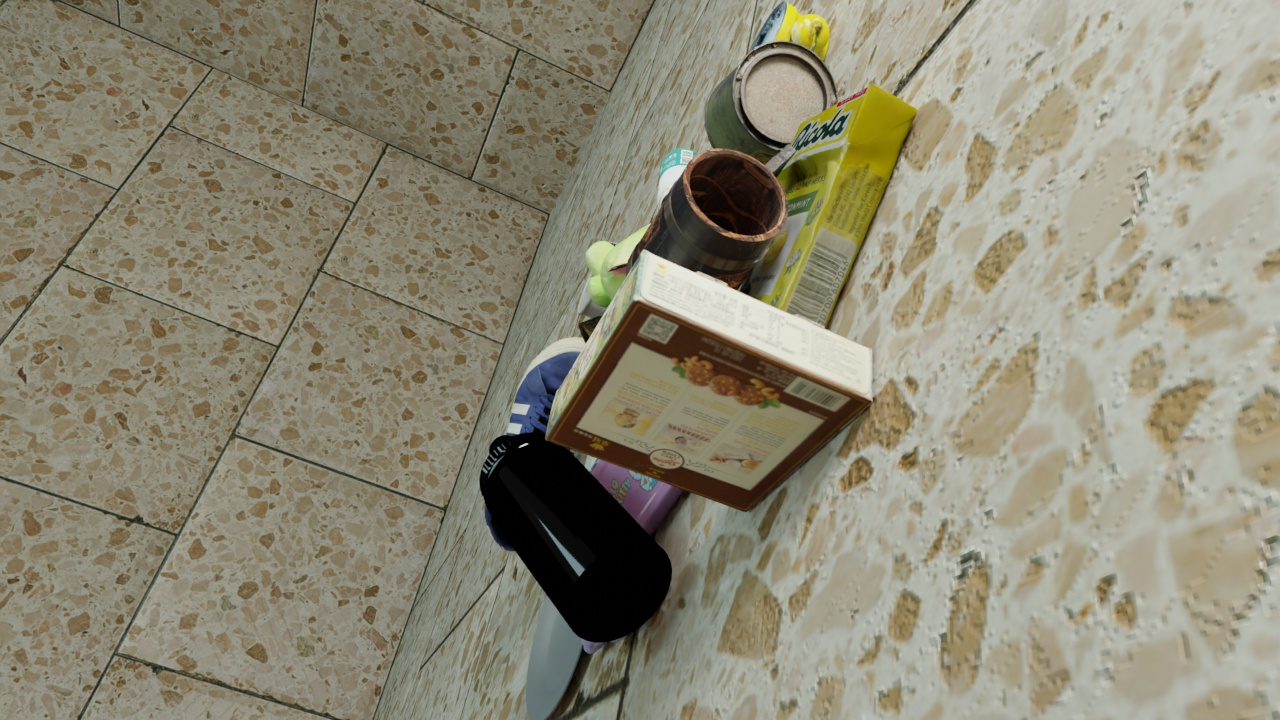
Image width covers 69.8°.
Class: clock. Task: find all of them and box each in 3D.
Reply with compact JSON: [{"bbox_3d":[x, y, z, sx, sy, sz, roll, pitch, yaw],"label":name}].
[{"bbox_3d":[0.134,-0.280,0.844,0.118,0.057,0.083,-98,33,-67],"label":"clock"}]

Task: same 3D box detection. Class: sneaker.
[{"bbox_3d":[-0.110,0.097,0.980,0.118,0.091,0.234,-81,17,-62],"label":"sneaker"}]

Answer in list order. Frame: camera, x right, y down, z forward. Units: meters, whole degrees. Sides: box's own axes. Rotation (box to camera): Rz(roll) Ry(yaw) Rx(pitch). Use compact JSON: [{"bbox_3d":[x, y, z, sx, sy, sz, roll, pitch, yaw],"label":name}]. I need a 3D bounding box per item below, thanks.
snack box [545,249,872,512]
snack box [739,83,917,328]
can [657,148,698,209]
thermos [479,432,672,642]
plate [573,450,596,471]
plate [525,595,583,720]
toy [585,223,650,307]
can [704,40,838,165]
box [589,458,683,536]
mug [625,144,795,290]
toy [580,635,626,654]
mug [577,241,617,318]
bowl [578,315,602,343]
[{"bbox_3d":[0.035,0.021,0.538,0.147,0.143,0.041,125,162,-48],"label":"snack box"},{"bbox_3d":[0.112,-0.087,0.629,0.121,0.045,0.181,-161,94,-78],"label":"snack box"},{"bbox_3d":[0.049,-0.207,1.090,0.101,0.055,0.055,-83,19,-50],"label":"can"},{"bbox_3d":[-0.064,0.126,0.729,0.198,0.086,0.086,38,107,50],"label":"thermos"},{"bbox_3d":[-0.063,0.142,1.010,0.182,0.034,0.182,-159,91,-78],"label":"plate"},{"bbox_3d":[-0.072,0.257,0.883,0.178,0.012,0.178,-161,91,-75],"label":"plate"},{"bbox_3d":[0.023,-0.087,0.874,0.197,0.150,0.107,-126,17,-73],"label":"toy"},{"bbox_3d":[0.107,-0.207,0.758,0.075,0.090,0.089,171,120,-76],"label":"can"},{"bbox_3d":[0.032,0.061,0.760,0.090,0.091,0.215,50,129,27],"label":"box"},{"bbox_3d":[0.055,-0.093,0.642,0.115,0.080,0.107,-45,-6,-34],"label":"mug"},{"bbox_3d":[-0.028,0.201,0.751,0.080,0.036,0.100,-94,28,-43],"label":"toy"},{"bbox_3d":[-0.033,-0.101,1.219,0.084,0.070,0.113,141,149,-66],"label":"mug"},{"bbox_3d":[-0.005,0.005,0.872,0.056,0.121,0.121,-29,10,-7],"label":"bowl"}]
